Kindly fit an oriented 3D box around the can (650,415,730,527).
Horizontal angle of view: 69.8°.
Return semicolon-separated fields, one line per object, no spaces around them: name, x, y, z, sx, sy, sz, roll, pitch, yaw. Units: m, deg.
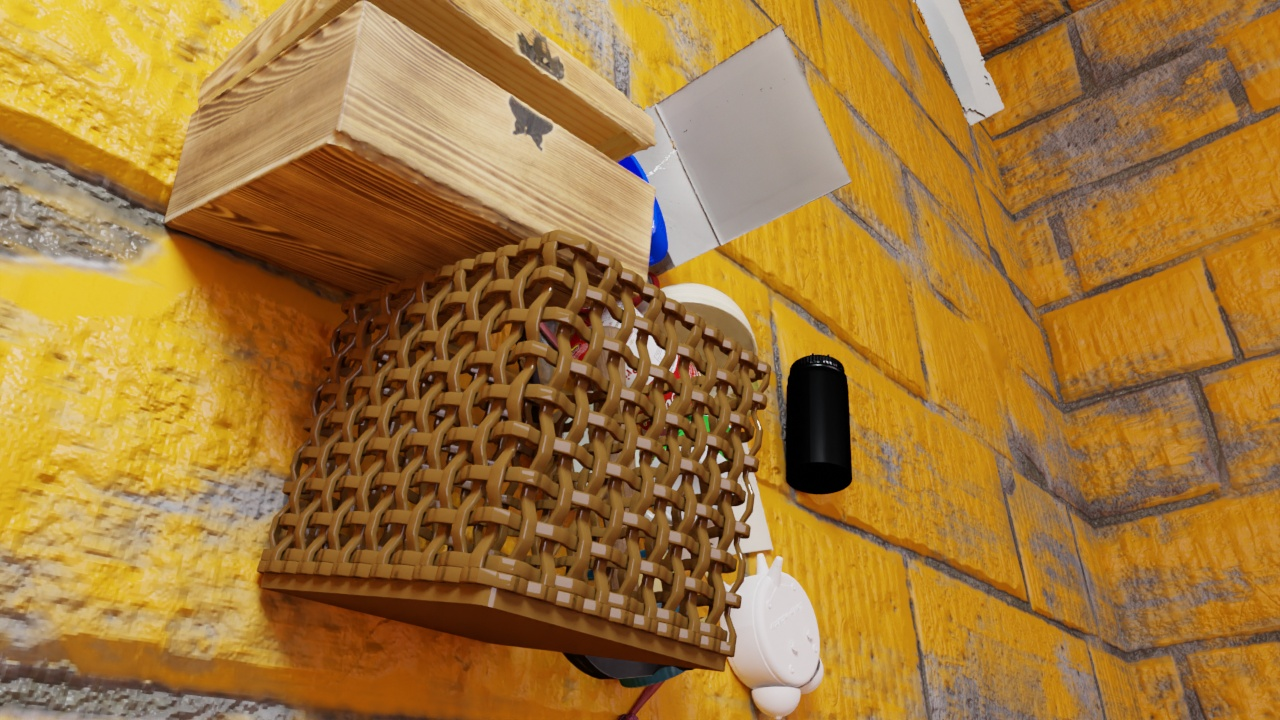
can;0.057;0.111;0.938;0.088;0.088;0.139;63;14;-6

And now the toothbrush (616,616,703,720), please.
toothbrush;0.026;0.307;0.898;0.189;0.017;0.016;-32;97;-55

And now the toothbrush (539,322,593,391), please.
toothbrush;-0.059;0.018;0.951;0.184;0.016;0.015;53;30;-16

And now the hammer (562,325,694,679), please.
hammer;-0.025;0.116;0.801;0.132;0.040;0.305;6;70;-30

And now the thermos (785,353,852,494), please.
thermos;0.244;0.076;1.263;0.086;0.086;0.198;38;44;-35

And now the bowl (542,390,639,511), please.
bowl;-0.055;0.093;0.872;0.117;0.061;0.117;29;50;-42

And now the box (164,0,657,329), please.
box;-0.165;-0.141;0.702;0.278;0.246;0.167;21;64;-47

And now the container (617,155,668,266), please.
container;-0.025;-0.138;0.912;0.058;0.096;0.114;49;22;-58

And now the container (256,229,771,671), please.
container;-0.082;0.078;0.641;0.219;0.252;0.213;31;61;-41

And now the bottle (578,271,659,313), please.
bottle;-0.041;-0.081;0.989;0.176;0.062;0.062;-4;75;-54

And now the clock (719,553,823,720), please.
clock;0.153;0.303;1.022;0.125;0.073;0.161;-11;80;-55

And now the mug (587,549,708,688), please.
mug;0.016;0.231;0.847;0.083;0.113;0.107;84;-12;-85

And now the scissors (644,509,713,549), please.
scissors;0.022;0.162;0.881;0.154;0.163;0.012;39;72;12

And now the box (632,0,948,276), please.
box;0.088;-0.209;0.906;0.118;0.480;0.166;-29;96;-31

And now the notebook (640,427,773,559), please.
notebook;0.082;0.153;1.068;0.208;0.012;0.153;9;63;-52

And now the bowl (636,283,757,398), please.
bowl;0.053;-0.030;1.018;0.151;0.151;0.075;44;32;-29

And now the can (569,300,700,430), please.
can;-0.006;0.006;0.945;0.116;0.087;0.086;44;41;-30

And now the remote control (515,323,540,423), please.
remote control;-0.104;0.004;0.838;0.009;0.046;0.125;-17;120;-21

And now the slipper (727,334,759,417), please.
slipper;0.106;0.000;1.127;0.190;0.082;0.091;43;44;-35
